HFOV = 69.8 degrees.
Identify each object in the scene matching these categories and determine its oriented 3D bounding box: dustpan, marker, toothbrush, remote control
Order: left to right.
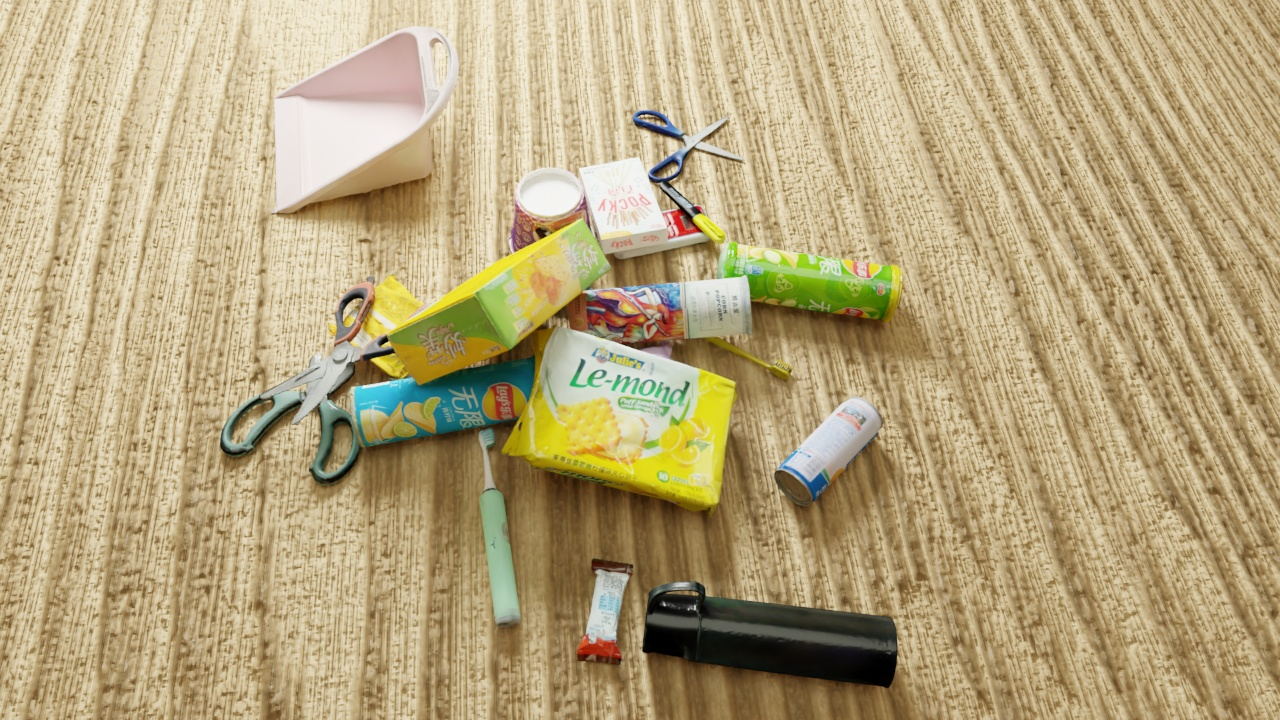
[{"bbox_3d":[-0.372,-0.338,1.211,0.273,0.139,0.222,-11,61,-10],"label":"dustpan"},{"bbox_3d":[-0.155,0.173,0.979,0.027,0.026,0.224,-20,59,10],"label":"toothbrush"},{"bbox_3d":[0.025,-0.168,1.196,0.136,0.020,0.055,-13,61,-10],"label":"remote control"},{"bbox_3d":[0.067,-0.195,1.194,0.018,0.015,0.124,-30,64,-27],"label":"marker"},{"bbox_3d":[0.098,-0.026,1.117,0.190,0.016,0.016,27,57,13],"label":"toothbrush"}]

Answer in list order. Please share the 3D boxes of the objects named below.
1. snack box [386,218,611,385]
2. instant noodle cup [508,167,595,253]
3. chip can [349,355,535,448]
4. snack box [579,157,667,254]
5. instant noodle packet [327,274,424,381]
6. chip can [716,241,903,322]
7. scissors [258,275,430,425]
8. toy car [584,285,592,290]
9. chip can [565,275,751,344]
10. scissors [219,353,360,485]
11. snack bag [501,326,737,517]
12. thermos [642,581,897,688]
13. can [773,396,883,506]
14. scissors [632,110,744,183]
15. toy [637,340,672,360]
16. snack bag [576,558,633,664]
[{"bbox_3d":[-0.151,-0.066,1.007,0.070,0.158,0.209,61,39,-13],"label":"snack box"},{"bbox_3d":[-0.112,-0.179,1.151,0.111,0.099,0.111,1,61,-2],"label":"instant noodle cup"},{"bbox_3d":[-0.211,0.046,1.026,0.210,0.071,0.071,-10,60,-8],"label":"chip can"},{"bbox_3d":[-0.024,-0.203,1.193,0.084,0.027,0.156,-12,48,-7],"label":"snack box"},{"bbox_3d":[-0.292,-0.036,1.088,0.128,0.044,0.110,35,65,20],"label":"instant noodle packet"},{"bbox_3d":[0.204,-0.097,1.132,0.221,0.073,0.072,8,59,3],"label":"chip can"},{"bbox_3d":[-0.319,-0.017,1.029,0.189,0.015,0.226,-3,51,0],"label":"scissors"},{"bbox_3d":[-0.104,-0.094,1.134,0.090,0.043,0.034,17,93,2],"label":"toy car"},{"bbox_3d":[0.021,-0.056,1.084,0.215,0.071,0.071,-5,59,4],"label":"chip can"},{"bbox_3d":[-0.395,0.069,1.035,0.181,0.019,0.170,-9,61,-7],"label":"scissors"},{"bbox_3d":[-0.015,0.069,0.993,0.246,0.068,0.157,17,62,-12],"label":"snack bag"},{"bbox_3d":[0.126,0.265,0.899,0.242,0.090,0.068,7,38,1],"label":"thermos"},{"bbox_3d":[0.211,0.100,1.024,0.053,0.053,0.134,41,65,20],"label":"can"},{"bbox_3d":[0.061,-0.302,1.284,0.173,0.012,0.162,23,60,9],"label":"scissors"},{"bbox_3d":[-0.006,0.006,1.079,0.108,0.039,0.083,-10,42,-8],"label":"toy"},{"bbox_3d":[-0.035,0.255,0.934,0.048,0.026,0.104,9,58,-5],"label":"snack bag"}]
